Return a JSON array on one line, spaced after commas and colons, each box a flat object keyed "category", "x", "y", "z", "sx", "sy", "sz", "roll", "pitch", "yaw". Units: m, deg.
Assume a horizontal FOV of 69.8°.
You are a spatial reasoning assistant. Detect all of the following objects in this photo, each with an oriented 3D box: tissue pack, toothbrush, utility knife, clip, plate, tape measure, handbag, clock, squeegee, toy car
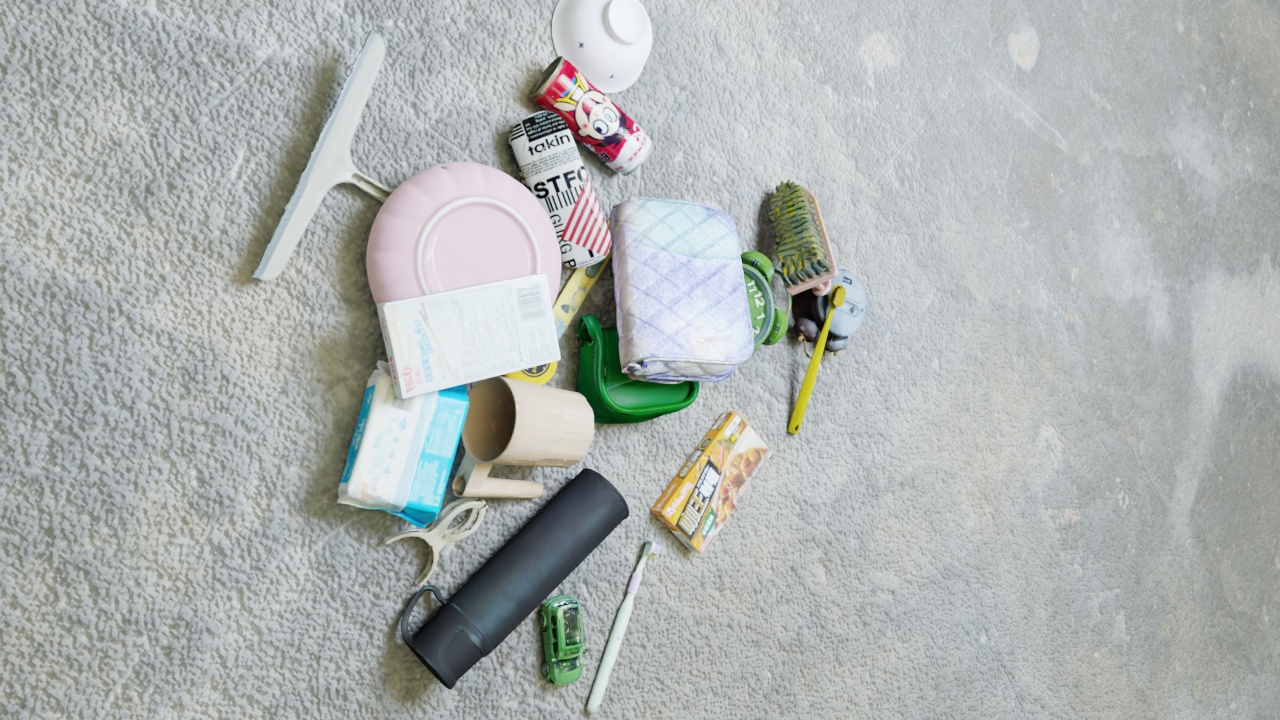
[{"category": "tissue pack", "x": -0.218, "y": 0.077, "z": 0.844, "sx": 0.090, "sy": 0.063, "sz": 0.140, "roll": 19, "pitch": 76, "yaw": -26}, {"category": "toothbrush", "x": 0.211, "y": 0.001, "z": 1.098, "sx": 0.015, "sy": 0.016, "sz": 0.190, "roll": 11, "pitch": 106, "yaw": -13}, {"category": "toothbrush", "x": -0.019, "y": 0.285, "z": 0.985, "sx": 0.020, "sy": 0.029, "sz": 0.189, "roll": 18, "pitch": 76, "yaw": 13}, {"category": "utility knife", "x": -0.058, "y": -0.088, "z": 0.982, "sx": 0.031, "sy": 0.019, "sz": 0.177, "roll": 37, "pitch": 74, "yaw": -19}, {"category": "clip", "x": -0.189, "y": 0.166, "z": 0.877, "sx": 0.097, "sy": 0.034, "sz": 0.060, "roll": -38, "pitch": 108, "yaw": -22}, {"category": "plate", "x": -0.156, "y": -0.091, "z": 0.861, "sx": 0.192, "sy": 0.039, "sz": 0.192, "roll": -3, "pitch": 95, "yaw": -30}, {"category": "tape measure", "x": -0.115, "y": 0.000, "z": 0.930, "sx": 0.057, "sy": 0.029, "sz": 0.060, "roll": 7, "pitch": 84, "yaw": -26}, {"category": "handbag", "x": -0.006, "y": 0.006, "z": 0.982, "sx": 0.131, "sy": 0.068, "sz": 0.120, "roll": -5, "pitch": 82, "yaw": -30}, {"category": "clock", "x": 0.111, "y": -0.063, "z": 1.058, "sx": 0.160, "sy": 0.056, "sz": 0.116, "roll": -20, "pitch": 99, "yaw": -32}, {"category": "clock", "x": 0.229, "y": -0.057, "z": 1.131, "sx": 0.082, "sy": 0.055, "sz": 0.122, "roll": 19, "pitch": 79, "yaw": -30}, {"category": "handbag", "x": 0.038, "y": -0.070, "z": 0.950, "sx": 0.134, "sy": 0.076, "sz": 0.193, "roll": 5, "pitch": 62, "yaw": -19}, {"category": "squeegee", "x": -0.201, "y": -0.138, "z": 0.878, "sx": 0.246, "sy": 0.039, "sz": 0.246, "roll": 26, "pitch": 80, "yaw": -30}, {"category": "toy car", "x": -0.078, "y": 0.288, "z": 0.939, "sx": 0.043, "sy": 0.036, "sz": 0.091, "roll": -5, "pitch": 94, "yaw": -33}]

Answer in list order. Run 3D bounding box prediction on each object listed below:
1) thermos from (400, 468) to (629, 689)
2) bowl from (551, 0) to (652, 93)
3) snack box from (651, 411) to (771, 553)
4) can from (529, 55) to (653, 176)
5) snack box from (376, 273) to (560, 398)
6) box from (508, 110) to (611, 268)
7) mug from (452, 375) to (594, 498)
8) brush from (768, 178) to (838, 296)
[{"category": "thermos", "x": -0.123, "y": 0.201, "z": 0.898, "sx": 0.090, "sy": 0.069, "sz": 0.241, "roll": 47, "pitch": 64, "yaw": 3}, {"category": "bowl", "x": -0.028, "y": -0.353, "z": 0.979, "sx": 0.118, "sy": 0.065, "sz": 0.118, "roll": 1, "pitch": 88, "yaw": -32}, {"category": "snack box", "x": 0.083, "y": 0.138, "z": 1.049, "sx": 0.075, "sy": 0.026, "sz": 0.153, "roll": 48, "pitch": 65, "yaw": -20}, {"category": "can", "x": -0.050, "y": -0.255, "z": 0.967, "sx": 0.132, "sy": 0.053, "sz": 0.053, "roll": 38, "pitch": 69, "yaw": -25}, {"category": "snack box", "x": -0.152, "y": -0.025, "z": 0.830, "sx": 0.156, "sy": 0.027, "sz": 0.085, "roll": -14, "pitch": 102, "yaw": -28}, {"category": "box", "x": -0.086, "y": -0.174, "z": 0.954, "sx": 0.075, "sy": 0.077, "sz": 0.163, "roll": -24, "pitch": 102, "yaw": -2}, {"category": "mug", "x": -0.116, "y": 0.080, "z": 0.893, "sx": 0.103, "sy": 0.084, "sz": 0.125, "roll": 12, "pitch": 106, "yaw": -46}, {"category": "brush", "x": 0.191, "y": -0.148, "z": 1.092, "sx": 0.073, "sy": 0.063, "sz": 0.145, "roll": 33, "pitch": 41, "yaw": -48}]
